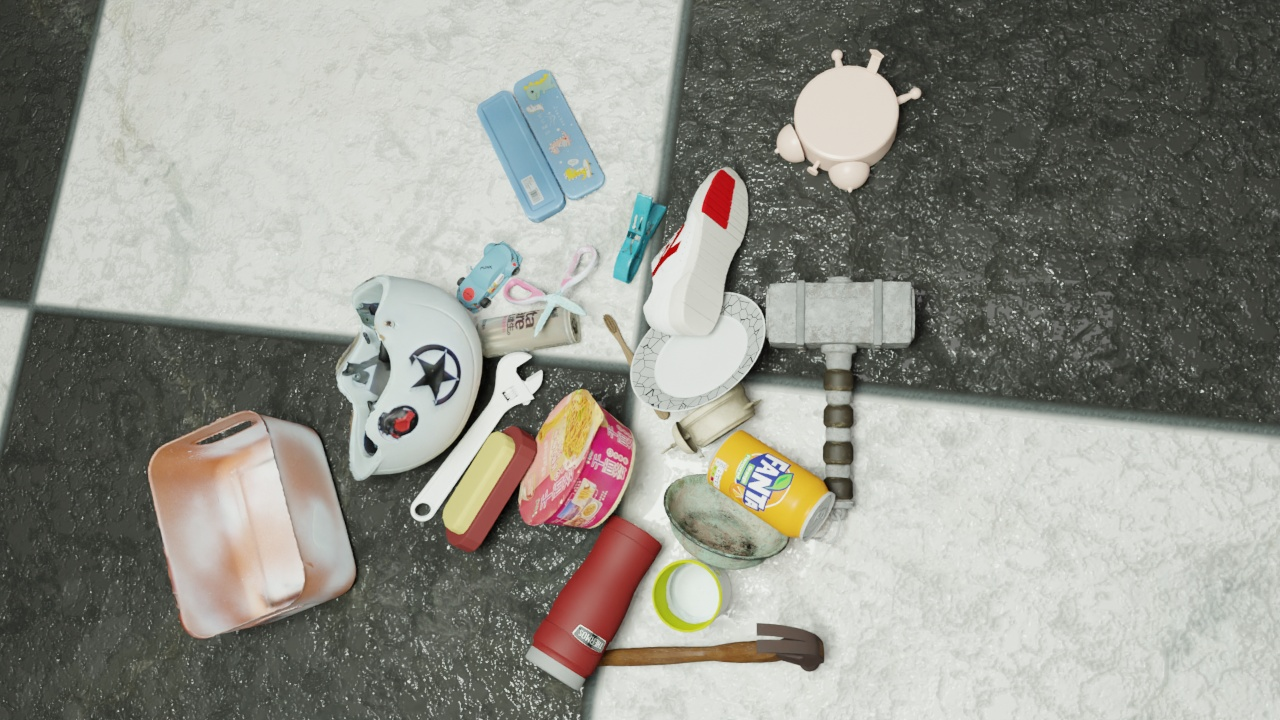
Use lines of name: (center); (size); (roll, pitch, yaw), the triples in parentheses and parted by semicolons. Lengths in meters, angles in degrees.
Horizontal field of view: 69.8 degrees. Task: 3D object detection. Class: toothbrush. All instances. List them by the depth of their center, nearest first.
toothbrush: (-0.007, 0.007, 1.220); (0.016, 0.016, 0.166); (-32, 75, 7)

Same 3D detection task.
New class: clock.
clock: (0.085, 0.083, 1.150); (0.141, 0.093, 0.054); (-35, 81, 13)
clock: (0.263, -0.312, 1.184); (0.131, 0.086, 0.160); (33, 95, 16)

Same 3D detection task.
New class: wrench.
wrench: (-0.224, 0.105, 1.239); (0.066, 0.018, 0.273); (35, 93, -20)

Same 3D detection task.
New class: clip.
clip: (-0.002, -0.161, 1.238); (0.027, 0.104, 0.120); (24, 93, 19)

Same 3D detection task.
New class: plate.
plate: (0.073, -0.009, 1.162); (0.189, 0.016, 0.188); (-21, 43, 21)

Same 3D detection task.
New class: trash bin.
trash bin: (-0.510, 0.215, 1.226); (0.182, 0.157, 0.259); (-23, 77, 8)

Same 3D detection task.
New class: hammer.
hammer: (0.058, 0.356, 1.111); (0.323, 0.115, 0.033); (-9, 57, 19)
hammer: (0.244, 0.060, 1.127); (0.177, 0.079, 0.326); (0, 86, 13)

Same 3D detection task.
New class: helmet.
helmet: (-0.295, 0.026, 1.195); (0.163, 0.237, 0.264); (6, 98, -27)

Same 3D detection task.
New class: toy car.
toy car: (-0.217, -0.119, 1.283); (0.060, 0.027, 0.108); (41, 91, 16)

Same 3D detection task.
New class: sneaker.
sneaker: (0.062, -0.143, 1.200); (0.104, 0.090, 0.236); (0, 69, 43)

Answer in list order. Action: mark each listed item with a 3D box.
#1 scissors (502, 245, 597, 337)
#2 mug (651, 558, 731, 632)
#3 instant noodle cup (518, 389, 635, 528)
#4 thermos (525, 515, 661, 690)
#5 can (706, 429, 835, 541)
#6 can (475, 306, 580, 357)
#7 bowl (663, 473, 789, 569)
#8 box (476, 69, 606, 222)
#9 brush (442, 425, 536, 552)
scissors: (-0.110, -0.099, 1.229); (0.173, 0.014, 0.171); (-44, 41, -17)
mug: (0.064, 0.281, 1.108); (0.083, 0.106, 0.082); (-2, 80, 13)
instant noodle cup: (-0.074, 0.132, 1.143); (0.077, 0.179, 0.178); (27, 86, -24)
thermos: (-0.061, 0.295, 1.133); (0.084, 0.108, 0.198); (40, 71, -22)
can: (0.154, 0.149, 1.099); (0.142, 0.079, 0.079); (32, 88, 28)
can: (-0.153, -0.039, 1.241); (0.136, 0.054, 0.054); (-9, 78, 12)
bowl: (0.099, 0.200, 1.108); (0.157, 0.157, 0.039); (25, 119, 16)
box: (-0.144, -0.308, 1.304); (0.125, 0.021, 0.209); (-28, 76, 8)
brush: (-0.203, 0.163, 1.199); (0.042, 0.082, 0.173); (33, 88, -28)
